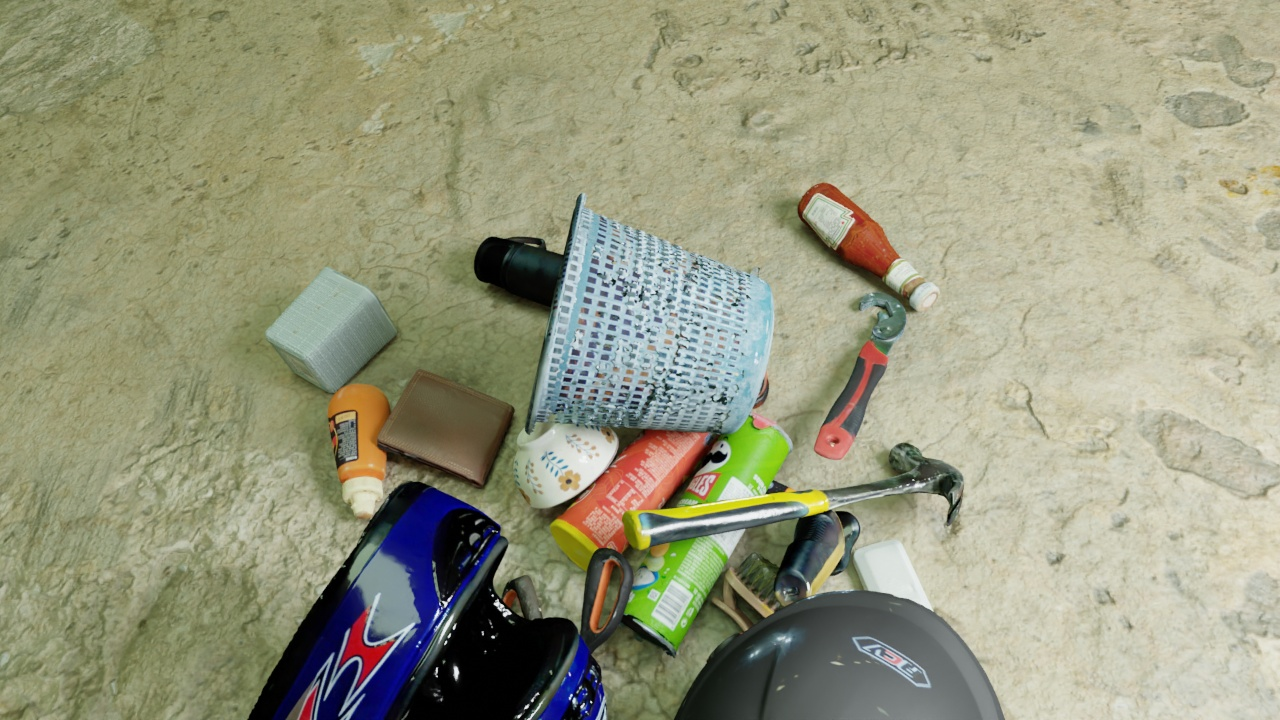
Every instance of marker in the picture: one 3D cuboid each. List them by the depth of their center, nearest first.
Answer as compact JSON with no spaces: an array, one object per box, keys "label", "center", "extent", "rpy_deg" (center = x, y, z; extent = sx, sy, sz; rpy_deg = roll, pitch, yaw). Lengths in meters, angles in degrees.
[{"label":"marker","center":[0.134,0.128,0.920],"extent":[0.124,0.015,0.018],"rpy_deg":[25,54,28]}]

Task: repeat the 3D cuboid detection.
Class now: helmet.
[{"label":"helmet","center":[0.128,0.302,0.650],"extent":[0.233,0.229,0.275],"rpy_deg":[29,100,27]},{"label":"helmet","center":[-0.142,0.270,0.678],"extent":[0.240,0.316,0.246],"rpy_deg":[30,20,-1]}]

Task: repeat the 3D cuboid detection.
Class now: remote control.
[{"label":"remote control","center":[0.235,0.221,0.826],"extent":[0.049,0.024,0.124],"rpy_deg":[-15,52,-2]}]

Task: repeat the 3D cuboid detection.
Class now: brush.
[{"label":"brush","center":[0.129,0.234,0.812],"extent":[0.146,0.063,0.073],"rpy_deg":[36,95,32]}]

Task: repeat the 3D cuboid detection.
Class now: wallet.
[{"label":"wallet","center":[-0.209,0.073,0.991],"extent":[0.124,0.032,0.101],"rpy_deg":[22,54,0]}]

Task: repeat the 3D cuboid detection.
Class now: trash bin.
[{"label":"trash bin","center":[0.011,-0.021,0.852],"extent":[0.195,0.227,0.226],"rpy_deg":[13,53,-6]}]

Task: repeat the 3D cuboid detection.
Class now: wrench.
[{"label":"wrench","center":[0.233,0.010,0.961],"extent":[0.056,0.016,0.272],"rpy_deg":[14,43,17]}]

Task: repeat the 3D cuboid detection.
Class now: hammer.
[{"label":"hammer","center":[0.144,0.127,0.817],"extent":[0.322,0.032,0.126],"rpy_deg":[-7,16,-18]}]

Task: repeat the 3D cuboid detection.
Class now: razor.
[{"label":"razor","center":[0.152,0.176,0.806],"extent":[0.062,0.167,0.067],"rpy_deg":[-14,93,24]}]

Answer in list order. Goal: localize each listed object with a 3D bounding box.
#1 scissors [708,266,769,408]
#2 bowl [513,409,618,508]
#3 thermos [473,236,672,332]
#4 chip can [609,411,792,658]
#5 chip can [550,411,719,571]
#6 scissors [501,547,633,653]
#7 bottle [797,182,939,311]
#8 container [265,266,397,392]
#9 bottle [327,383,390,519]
[{"label":"scissors","center":[0.094,-0.025,1.046],"extent":[0.225,0.015,0.189],"rpy_deg":[-38,56,-19]},{"label":"bowl","center":[-0.085,0.089,0.922],"extent":[0.114,0.062,0.113],"rpy_deg":[-30,22,14]},{"label":"thermos","center":[-0.079,-0.099,1.098],"extent":[0.243,0.068,0.089],"rpy_deg":[20,55,23]},{"label":"chip can","center":[0.060,0.158,0.863],"extent":[0.072,0.072,0.235],"rpy_deg":[22,63,24]},{"label":"chip can","center":[0.006,0.113,0.916],"extent":[0.073,0.073,0.216],"rpy_deg":[30,63,28]},{"label":"scissors","center":[-0.067,0.264,0.803],"extent":[0.221,0.021,0.229],"rpy_deg":[36,93,45]},{"label":"bottle","center":[0.267,-0.133,1.076],"extent":[0.059,0.060,0.206],"rpy_deg":[-30,56,-14]},{"label":"container","center":[-0.366,-0.033,1.082],"extent":[0.090,0.090,0.111],"rpy_deg":[26,63,26]},{"label":"bottle","center":[-0.300,0.100,0.986],"extent":[0.067,0.067,0.149],"rpy_deg":[-12,59,-1]}]
